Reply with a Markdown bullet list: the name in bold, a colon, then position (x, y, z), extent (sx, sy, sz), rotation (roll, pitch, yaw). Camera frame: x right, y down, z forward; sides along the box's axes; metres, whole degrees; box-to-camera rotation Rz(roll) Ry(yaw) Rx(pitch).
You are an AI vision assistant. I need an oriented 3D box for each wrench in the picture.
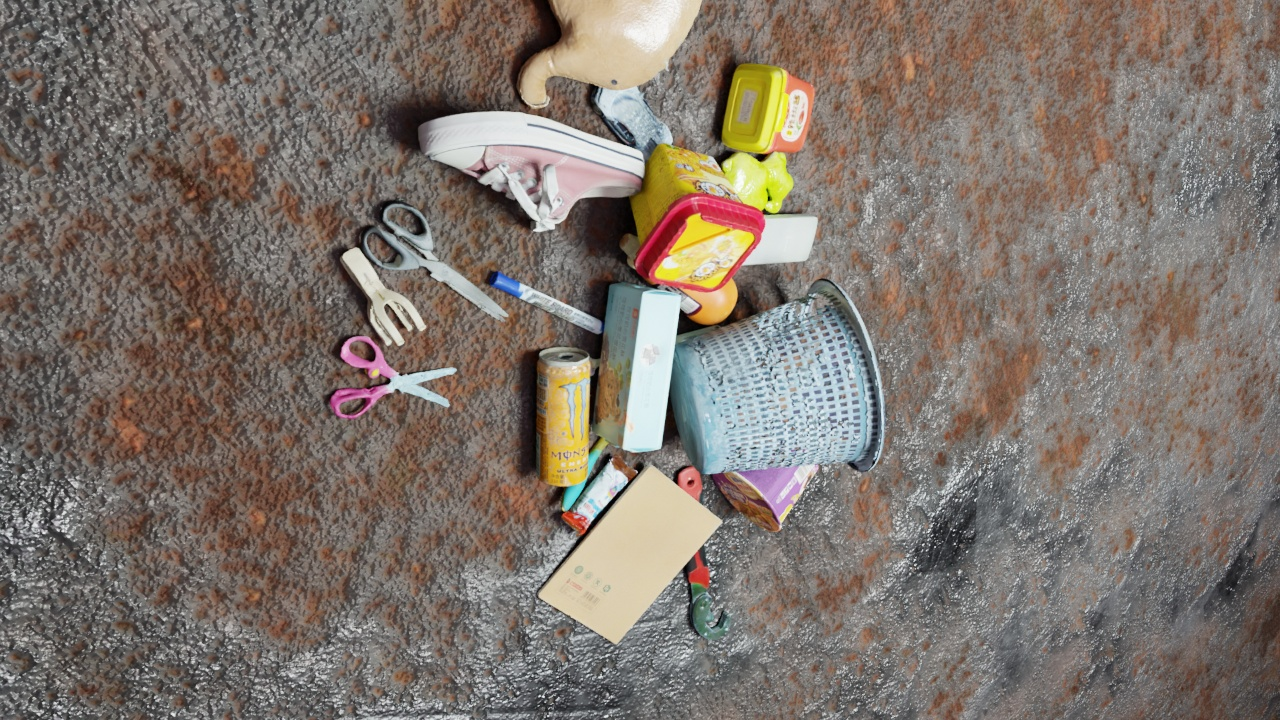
- **wrench**: position (0.077, 0.257, 1.194), extent (0.056, 0.016, 0.274), rotation (-22, 117, -22)

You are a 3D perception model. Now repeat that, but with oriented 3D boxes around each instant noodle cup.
- **instant noodle cup**: position (0.161, 0.141, 1.154), extent (0.099, 0.112, 0.111), rotation (-45, 124, -20)
- **instant noodle cup**: position (0.049, -0.151, 0.953), extent (0.116, 0.123, 0.116), rotation (8, 137, -33)

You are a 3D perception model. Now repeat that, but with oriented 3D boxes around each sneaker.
- **sneaker**: position (-0.098, -0.176, 0.886), extent (0.240, 0.118, 0.088), rotation (4, 85, -37)

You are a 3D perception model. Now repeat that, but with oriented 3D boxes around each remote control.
- **remote control**: position (0.145, -0.142, 1.076), extent (0.149, 0.021, 0.058), rotation (-7, 121, -34)

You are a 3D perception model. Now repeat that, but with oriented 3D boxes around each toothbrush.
- **toothbrush**: position (0.014, -0.015, 1.057), extent (0.189, 0.020, 0.029), rotation (-15, 76, -25)

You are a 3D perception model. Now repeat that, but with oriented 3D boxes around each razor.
- **razor**: position (-0.053, 0.117, 1.059), extent (0.043, 0.028, 0.132), rotation (38, 84, -33)

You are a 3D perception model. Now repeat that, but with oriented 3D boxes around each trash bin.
- **trash bin**: position (0.140, 0.035, 1.042), extent (0.195, 0.226, 0.227), rotation (-12, 114, -7)

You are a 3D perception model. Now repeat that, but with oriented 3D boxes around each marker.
- **marker**: position (-0.096, -0.059, 0.979), extent (0.145, 0.017, 0.017), rotation (25, 94, -34)

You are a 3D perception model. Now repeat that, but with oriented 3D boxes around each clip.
- **clip**: position (-0.240, -0.055, 0.866), extent (0.035, 0.095, 0.102), rotation (-36, 132, -22)

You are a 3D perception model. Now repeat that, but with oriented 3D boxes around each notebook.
- **notebook**: position (-0.010, 0.242, 1.131), extent (0.207, 0.008, 0.148), rotation (-49, 122, -1)

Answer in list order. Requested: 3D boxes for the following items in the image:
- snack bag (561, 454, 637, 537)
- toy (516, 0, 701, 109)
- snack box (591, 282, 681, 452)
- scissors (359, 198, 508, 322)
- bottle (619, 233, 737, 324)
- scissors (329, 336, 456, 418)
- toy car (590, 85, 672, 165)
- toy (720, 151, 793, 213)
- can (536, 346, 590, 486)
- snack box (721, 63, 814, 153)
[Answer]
- **snack bag**: position (-0.050, 0.159, 1.078), extent (0.105, 0.026, 0.045), rotation (-49, 121, -8)
- **toy**: position (-0.025, -0.329, 0.889), extent (0.143, 0.082, 0.226), rotation (31, 93, -15)
- **snack box**: position (-0.006, 0.006, 0.994), extent (0.051, 0.074, 0.175), rotation (2, 100, -30)
- **scissors**: position (-0.204, -0.082, 0.913), extent (0.132, 0.014, 0.175), rotation (-25, 121, -22)
- **bottle**: position (0.038, -0.096, 1.019), extent (0.149, 0.067, 0.067), rotation (30, 91, -27)
- **scissors**: position (-0.250, 0.030, 0.923), extent (0.135, 0.017, 0.108), rotation (31, 87, -38)
- **toy car**: position (-0.007, -0.251, 0.953), extent (0.049, 0.031, 0.105), rotation (-49, 122, -8)
- **toy**: position (0.131, -0.201, 1.050), extent (0.100, 0.031, 0.097), rotation (-37, 126, -14)
- **can**: position (-0.085, 0.062, 1.004), extent (0.058, 0.058, 0.146), rotation (-8, 111, -28)
- **snack box**: position (0.141, -0.273, 1.007), extent (0.080, 0.082, 0.091), rotation (-4, 111, -43)
